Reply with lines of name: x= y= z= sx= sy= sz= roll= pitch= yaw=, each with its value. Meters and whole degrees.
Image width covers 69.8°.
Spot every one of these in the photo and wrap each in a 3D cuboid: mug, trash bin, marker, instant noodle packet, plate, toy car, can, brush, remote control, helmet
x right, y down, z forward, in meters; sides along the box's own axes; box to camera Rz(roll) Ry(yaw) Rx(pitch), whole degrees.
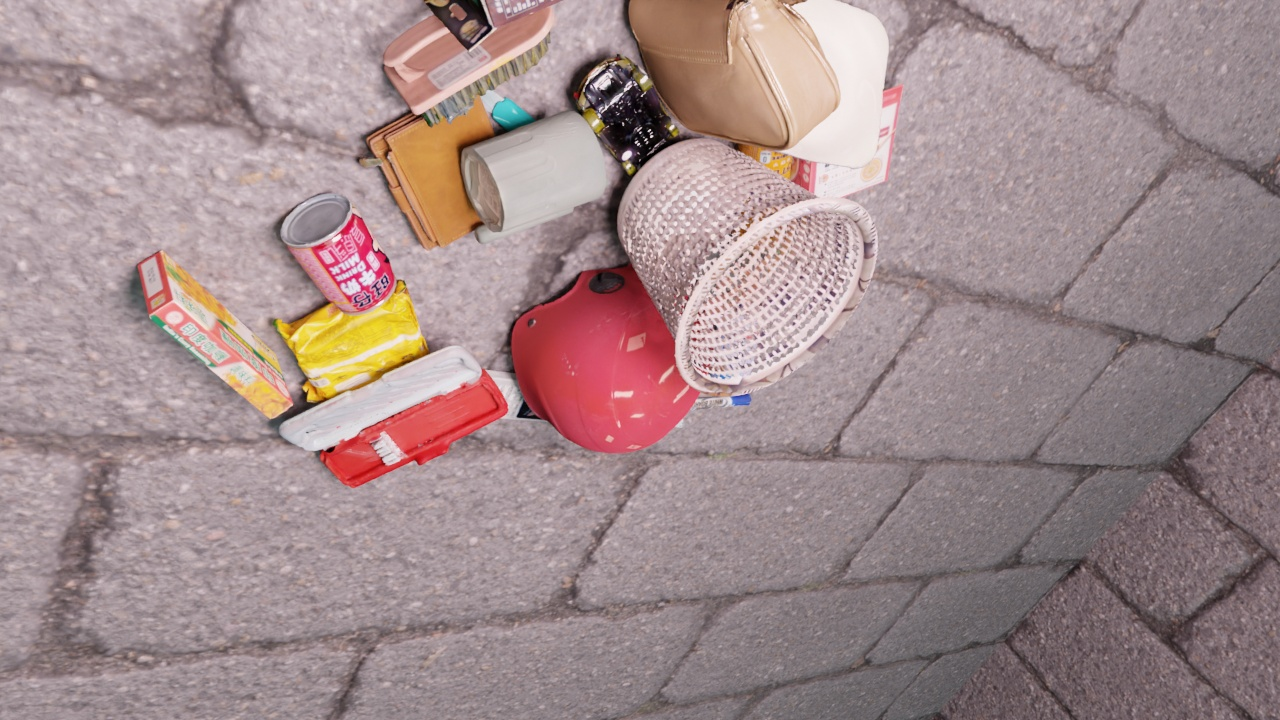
mug: x=-0.100 y=-0.157 z=0.829 sx=0.103 sy=0.083 sz=0.124 roll=-26 pitch=162 yaw=-26
trash bin: x=0.085 y=-0.109 z=0.904 sx=0.227 sy=0.192 sz=0.228 roll=-23 pitch=141 yaw=-20
marker: x=0.089 y=0.058 z=1.238 sx=0.145 sy=0.017 sz=0.017 roll=-4 pitch=130 yaw=-33
instant noodle packet: x=-0.276 y=-0.018 z=0.889 sx=0.128 sy=0.044 sz=0.111 roll=-22 pitch=139 yaw=-14
plate: x=0.173 y=-0.280 z=0.921 sx=0.164 sy=0.034 sz=0.163 roll=6 pitch=90 yaw=-27
toy car: x=-0.010 y=-0.228 z=0.876 sx=0.070 sy=0.042 sz=0.158 roll=-39 pitch=153 yaw=4
can: x=0.120 y=-0.021 z=1.156 sx=0.053 sy=0.053 sz=0.135 roll=-16 pitch=135 yaw=-23
brush: x=-0.135 y=-0.257 z=0.747 sx=0.145 sy=0.063 sz=0.073 roll=-32 pitch=150 yaw=-6
remote control: x=-0.147 y=0.042 z=1.052 sx=0.149 sy=0.021 sz=0.058 roll=7 pitch=123 yaw=-38
helmet: x=-0.006 y=0.006 z=1.013 sx=0.239 sy=0.144 sz=0.207 roll=-33 pitch=131 yaw=-12
can: x=-0.263 y=-0.092 z=0.809 sx=0.066 sy=0.066 sz=0.094 roll=-30 pitch=139 yaw=-8
can: x=0.132 y=-0.191 z=1.001 sx=0.058 sy=0.058 sz=0.146 roll=-20 pitch=137 yaw=-19

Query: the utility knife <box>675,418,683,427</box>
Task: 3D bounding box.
utility knife: x=-0.021 y=0.074 z=1.172 sx=0.207 sy=0.018 sz=0.034 roll=9 pitch=121 yaw=-38

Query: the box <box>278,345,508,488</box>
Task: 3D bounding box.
box: x=-0.250 y=0.057 z=0.954 sx=0.201 sy=0.050 sz=0.161 roll=-25 pitch=147 yaw=0

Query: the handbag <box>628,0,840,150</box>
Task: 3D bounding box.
handbag: x=0.080 y=-0.263 z=0.792 sx=0.099 sy=0.204 sz=0.148 roll=-44 pitch=128 yaw=-10

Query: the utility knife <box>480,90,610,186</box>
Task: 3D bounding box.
utility knife: x=-0.092 y=-0.207 z=0.864 sx=0.029 sy=0.013 sz=0.178 roll=-46 pitch=135 yaw=11

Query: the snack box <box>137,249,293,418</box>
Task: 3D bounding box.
snack box: x=-0.367 y=-0.019 z=0.797 sx=0.027 sy=0.077 sz=0.156 roll=-34 pitch=140 yaw=-4

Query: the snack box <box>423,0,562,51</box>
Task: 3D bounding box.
snack box: x=-0.099 y=-0.300 z=0.692 sx=0.125 sy=0.113 sz=0.053 roll=-27 pitch=138 yaw=-13

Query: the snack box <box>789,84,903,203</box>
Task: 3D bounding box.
snack box: x=0.227 y=-0.245 z=1.027 sx=0.113 sy=0.044 sz=0.127 roll=-22 pitch=139 yaw=-16

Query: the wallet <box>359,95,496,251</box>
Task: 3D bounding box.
wallet: x=-0.177 y=-0.166 z=0.824 sx=0.119 sy=0.035 sz=0.131 roll=-30 pitch=139 yaw=-11
